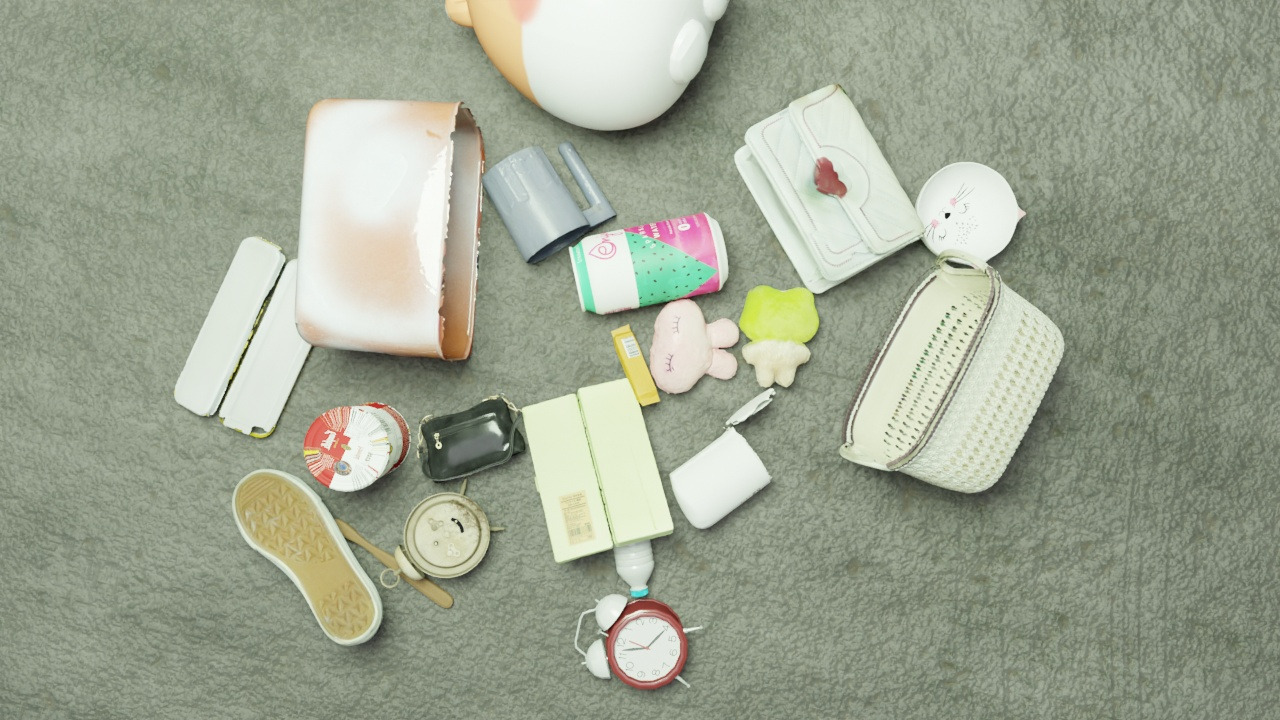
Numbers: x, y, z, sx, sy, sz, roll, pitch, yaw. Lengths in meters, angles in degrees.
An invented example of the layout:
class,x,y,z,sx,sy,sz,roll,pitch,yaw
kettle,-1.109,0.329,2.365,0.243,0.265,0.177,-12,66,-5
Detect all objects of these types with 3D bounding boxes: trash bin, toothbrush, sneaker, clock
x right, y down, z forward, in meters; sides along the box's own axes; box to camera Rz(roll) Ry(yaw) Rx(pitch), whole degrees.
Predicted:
class,x,y,z,sx,sy,sz,roll,pitch,yaw
trash bin,-0.259,-0.131,0.966,0.157,0.181,0.259,3,91,-1
toothbrush,-0.283,0.231,1.050,0.167,0.016,0.016,37,89,-4
sneaker,-0.359,0.216,1.020,0.087,0.079,0.235,-41,74,-11
clock,-0.231,0.206,1.032,0.140,0.055,0.093,-38,91,-9
clock,-0.005,0.320,1.044,0.137,0.048,0.096,12,90,-4

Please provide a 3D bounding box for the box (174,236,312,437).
class,x,y,z,sx,sy,sz,roll,pitch,yaw
box,-0.434,-0.027,1.032,0.128,0.045,0.209,24,90,0

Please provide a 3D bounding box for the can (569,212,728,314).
class,x,y,z,sx,sy,sz,roll,pitch,yaw
can,0.009,-0.107,1.021,0.166,0.088,0.088,-12,91,-2

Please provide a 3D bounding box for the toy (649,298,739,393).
class,x,y,z,sx,sy,sz,roll,pitch,yaw
toy,0.063,-0.015,1.046,0.105,0.053,0.108,3,89,-17

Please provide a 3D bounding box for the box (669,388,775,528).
class,x,y,z,sx,sy,sz,roll,pitch,yaw
box,0.107,0.110,1.032,0.165,0.084,0.094,-34,83,-3

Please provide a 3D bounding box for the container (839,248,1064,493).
class,x,y,z,sx,sy,sz,roll,pitch,yaw
container,0.335,0.023,0.997,0.143,0.185,0.251,27,91,-14

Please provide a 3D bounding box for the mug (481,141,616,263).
class,x,y,z,sx,sy,sz,roll,pitch,yaw
mug,-0.102,-0.182,1.028,0.123,0.084,0.104,-31,90,-26

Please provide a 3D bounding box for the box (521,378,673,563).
class,x,y,z,sx,sy,sz,roll,pitch,yaw
box,-0.051,0.119,1.019,0.138,0.030,0.187,-13,67,-3

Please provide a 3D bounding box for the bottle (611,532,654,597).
class,x,y,z,sx,sy,sz,roll,pitch,yaw
bottle,-0.012,0.200,1.045,0.044,0.044,0.136,-9,91,-2

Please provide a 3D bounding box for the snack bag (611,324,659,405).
class,x,y,z,sx,sy,sz,roll,pitch,yaw
snack bag,-0.006,0.006,1.043,0.026,0.020,0.099,-19,70,-13

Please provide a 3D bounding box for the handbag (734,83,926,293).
class,x,y,z,sx,sy,sz,roll,pitch,yaw
handbag,0.212,-0.191,1.020,0.142,0.096,0.198,-30,84,-5

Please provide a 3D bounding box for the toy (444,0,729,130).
class,x,y,z,sx,sy,sz,roll,pitch,yaw
toy,-0.053,-0.380,0.933,0.281,0.265,0.262,22,87,13

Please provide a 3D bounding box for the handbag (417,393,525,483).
class,x,y,z,sx,sy,sz,roll,pitch,yaw
handbag,-0.191,0.087,1.034,0.128,0.054,0.079,-20,87,0

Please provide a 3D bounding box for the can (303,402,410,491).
class,x,y,z,sx,sy,sz,roll,pitch,yaw
can,-0.305,0.091,0.996,0.086,0.116,0.086,0,90,-3

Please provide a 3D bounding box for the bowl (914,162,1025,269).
class,x,y,z,sx,sy,sz,roll,pitch,yaw
bowl,0.366,-0.166,1.054,0.114,0.050,0.114,0,90,-2

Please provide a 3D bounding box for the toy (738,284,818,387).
class,x,y,z,sx,sy,sz,roll,pitch,yaw
toy,0.157,-0.027,1.048,0.092,0.043,0.117,3,86,-8
